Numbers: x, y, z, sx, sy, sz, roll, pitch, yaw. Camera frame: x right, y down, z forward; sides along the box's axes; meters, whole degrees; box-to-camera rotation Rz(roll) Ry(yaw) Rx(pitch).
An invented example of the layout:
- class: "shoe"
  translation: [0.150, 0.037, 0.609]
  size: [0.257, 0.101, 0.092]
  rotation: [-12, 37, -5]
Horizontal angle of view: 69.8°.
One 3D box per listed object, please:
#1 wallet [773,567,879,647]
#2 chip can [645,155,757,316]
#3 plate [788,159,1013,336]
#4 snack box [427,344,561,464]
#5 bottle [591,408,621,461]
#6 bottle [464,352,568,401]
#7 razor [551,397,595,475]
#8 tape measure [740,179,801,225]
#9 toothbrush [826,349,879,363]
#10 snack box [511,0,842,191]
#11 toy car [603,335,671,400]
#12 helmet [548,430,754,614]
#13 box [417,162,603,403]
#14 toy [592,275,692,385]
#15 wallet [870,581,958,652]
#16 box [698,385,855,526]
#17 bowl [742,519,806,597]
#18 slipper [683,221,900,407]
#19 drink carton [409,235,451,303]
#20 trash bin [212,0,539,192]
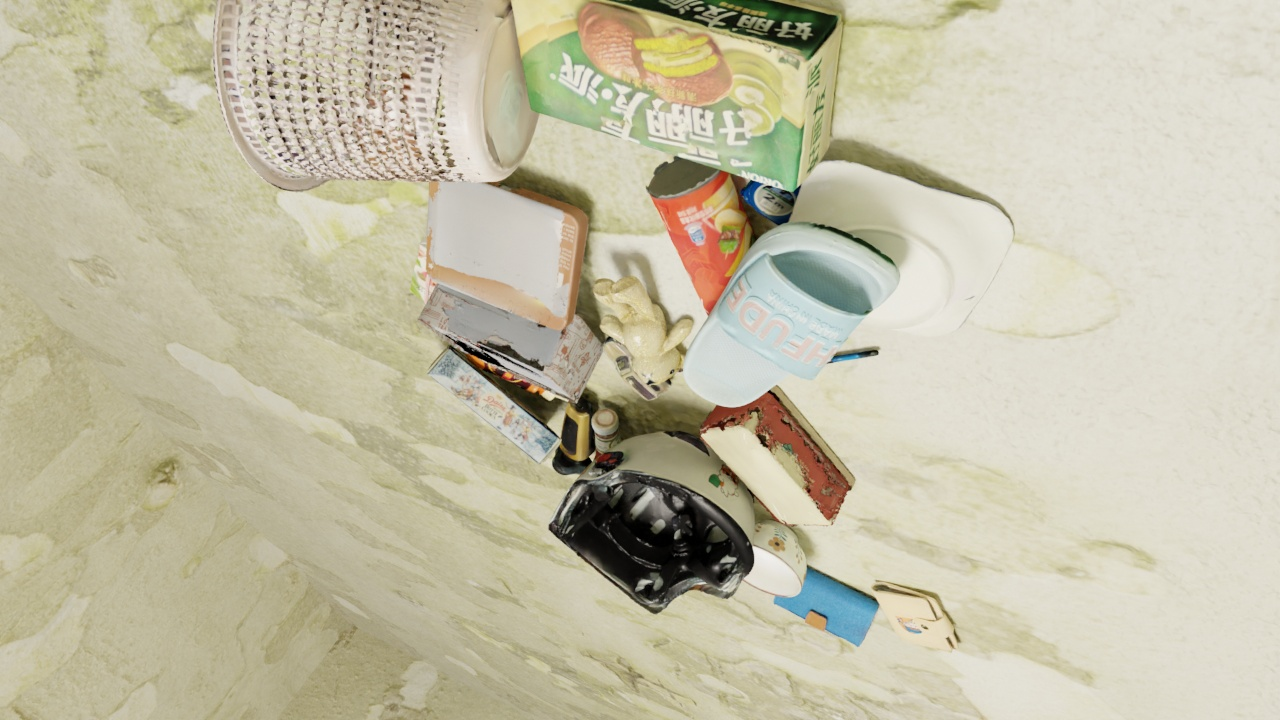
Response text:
- class: "wallet"
  translation: [0.247, 0.326, 1.234]
  size: [0.133, 0.040, 0.107]
  rotation: [24, 143, 18]
- class: "chip can"
  translation: [0.078, -0.079, 0.807]
  size: [0.073, 0.073, 0.217]
  rotation: [6, 138, 39]
- class: "plate"
  translation: [0.191, -0.073, 0.722]
  size: [0.164, 0.034, 0.165]
  rotation: [19, 145, 9]
- class: "snack box"
  translation: [-0.195, 0.054, 1.206]
  size: [0.182, 0.045, 0.178]
  rotation: [40, 174, -11]
- class: "bottle"
  translation: [-0.037, 0.137, 1.225]
  size: [0.060, 0.059, 0.206]
  rotation: [22, 146, 21]
- class: "bottle"
  translation: [-0.147, 0.006, 1.151]
  size: [0.149, 0.066, 0.067]
  rotation: [34, 150, -12]
- class: "razor"
  translation: [-0.087, 0.101, 1.209]
  size: [0.062, 0.067, 0.168]
  rotation: [39, 152, 17]
- class: "tape measure"
  translation: [0.116, -0.135, 0.738]
  size: [0.058, 0.025, 0.055]
  rotation: [30, 145, -10]
- class: "toothbrush"
  translation: [0.154, 0.003, 0.902]
  size: [0.190, 0.014, 0.016]
  rotation: [-11, 103, 49]
- class: "snack box"
  translation: [0.023, -0.217, 0.676]
  size: [0.240, 0.063, 0.115]
  rotation: [22, 146, 20]
- class: "toy car"
  translation: [-0.006, 0.006, 1.038]
  size: [0.090, 0.035, 0.042]
  rotation: [46, 146, -14]
- class: "helmet"
  translation: [0.032, 0.175, 1.117]
  size: [0.230, 0.156, 0.275]
  rotation: [40, 135, -12]
- class: "box"
  translation: [-0.142, -0.069, 0.982]
  size: [0.179, 0.125, 0.274]
  rotation: [23, 146, 17]
- class: "toy"
  translation: [-0.001, -0.032, 0.950]
  size: [0.105, 0.066, 0.157]
  rotation: [-4, 142, 23]
- class: "wallet"
  translation: [0.346, 0.324, 1.147]
  size: [0.087, 0.024, 0.115]
  rotation: [1, 134, 42]
- class: "box"
  translation: [0.146, 0.111, 0.993]
  size: [0.168, 0.079, 0.092]
  rotation: [47, 148, -21]
- class: "bowl"
  translation: [0.164, 0.244, 1.174]
  size: [0.113, 0.062, 0.114]
  rotation: [23, 147, 16]
- class: "slipper"
  translation: [0.104, -0.022, 0.741]
  size: [0.104, 0.074, 0.246]
  rotation: [31, 142, -8]
- class: "drink carton"
  translation: [-0.240, -0.107, 1.096]
  size: [0.053, 0.045, 0.123]
  rotation: [35, 150, -3]
- class: "trash bin"
  translation: [-0.190, -0.233, 0.740]
  size: [0.192, 0.226, 0.228]
  rotation: [13, 145, 11]
